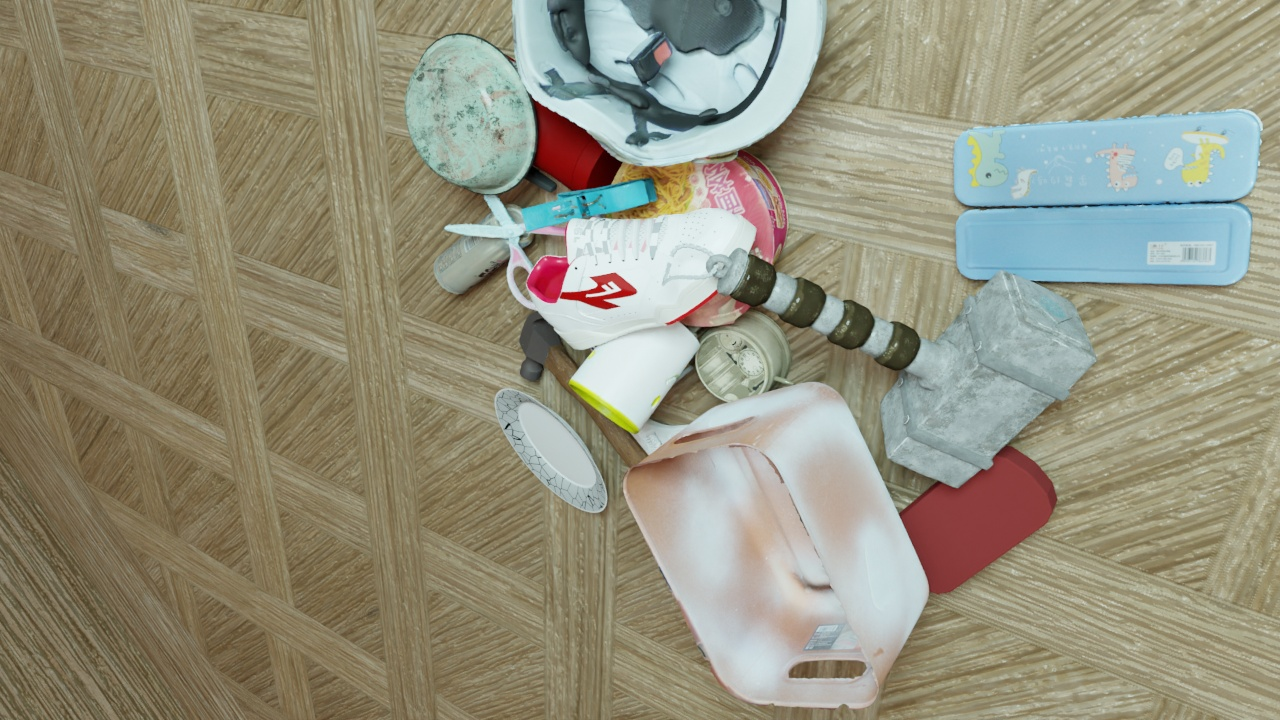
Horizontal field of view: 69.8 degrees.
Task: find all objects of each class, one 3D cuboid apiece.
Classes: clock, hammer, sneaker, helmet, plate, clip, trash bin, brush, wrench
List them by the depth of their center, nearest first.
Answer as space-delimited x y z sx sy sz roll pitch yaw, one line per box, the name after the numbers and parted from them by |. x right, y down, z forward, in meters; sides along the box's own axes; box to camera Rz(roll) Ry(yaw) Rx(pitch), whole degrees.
0.176 -0.026 0.736 0.326 0.079 0.177 23 129 -11 | hammer
0.038 -0.289 0.746 0.264 0.163 0.237 23 124 18 | helmet
-0.016 -0.089 0.808 0.237 0.090 0.104 -17 130 45 | sneaker
0.302 0.144 0.847 0.082 0.041 0.174 44 130 10 | brush
0.131 0.164 0.851 0.182 0.157 0.260 -19 102 44 | trash bin
-0.038 -0.149 0.852 0.121 0.103 0.027 -5 111 31 | clip
0.086 -0.014 0.917 0.141 0.054 0.093 49 131 3 | clock
0.079 0.080 0.994 0.274 0.018 0.066 -6 108 36 | wrench
-0.038 0.064 0.999 0.323 0.033 0.116 49 134 30 | hammer
-0.104 0.106 1.107 0.188 0.016 0.189 34 148 25 | plate

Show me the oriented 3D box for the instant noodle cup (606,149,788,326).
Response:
0.062 -0.128 0.864 0.179 0.077 0.179 17 121 30 | instant noodle cup

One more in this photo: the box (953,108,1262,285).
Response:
0.345 -0.120 0.700 0.209 0.020 0.125 5 116 33 | box

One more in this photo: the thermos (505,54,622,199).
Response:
-0.112 -0.234 0.935 0.198 0.083 0.108 35 141 15 | thermos

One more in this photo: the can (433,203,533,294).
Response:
-0.180 -0.127 1.053 0.136 0.054 0.054 -29 93 41 | can

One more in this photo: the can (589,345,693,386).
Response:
-0.015 -0.027 0.966 0.142 0.078 0.079 51 131 4 | can

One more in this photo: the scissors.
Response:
-0.125 -0.122 0.991 0.170 0.013 0.173 2 124 0 | scissors

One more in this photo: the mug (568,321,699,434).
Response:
-0.005 0.005 0.880 0.082 0.106 0.082 36 171 7 | mug

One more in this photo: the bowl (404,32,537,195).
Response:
-0.174 -0.233 0.892 0.158 0.038 0.158 17 123 27 | bowl
